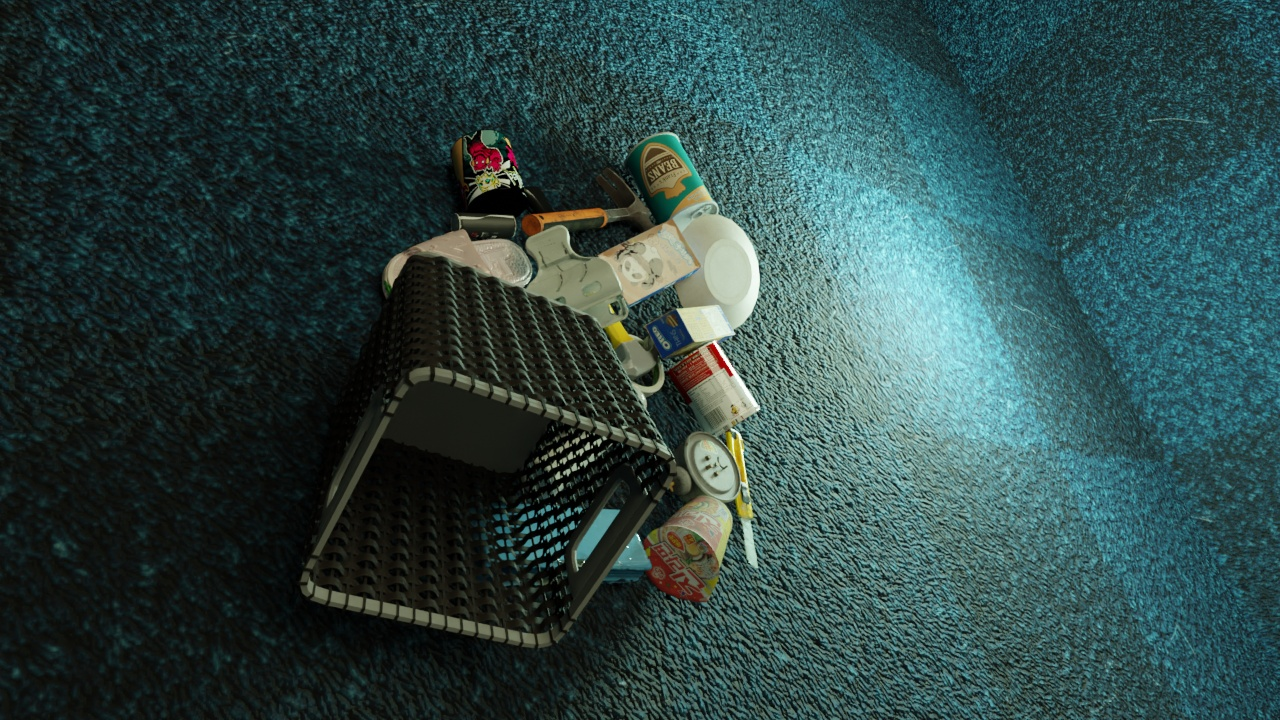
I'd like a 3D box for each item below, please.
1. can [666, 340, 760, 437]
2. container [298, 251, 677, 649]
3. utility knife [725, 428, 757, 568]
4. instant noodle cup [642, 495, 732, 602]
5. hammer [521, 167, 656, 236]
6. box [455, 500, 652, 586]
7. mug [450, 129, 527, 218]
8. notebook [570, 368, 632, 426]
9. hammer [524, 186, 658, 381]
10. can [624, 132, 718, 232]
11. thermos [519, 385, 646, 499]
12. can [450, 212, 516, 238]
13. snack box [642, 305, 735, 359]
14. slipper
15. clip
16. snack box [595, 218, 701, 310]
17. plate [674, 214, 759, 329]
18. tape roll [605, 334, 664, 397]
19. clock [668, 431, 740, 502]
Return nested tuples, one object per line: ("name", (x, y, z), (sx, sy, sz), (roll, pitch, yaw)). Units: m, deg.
("can", (0.104, 0.043, 1.309), (0.086, 0.087, 0.116), (-24, 79, -50))
("container", (-0.151, 0.074, 0.855), (0.245, 0.248, 0.243), (21, 25, -26))
("utility knife", (0.144, 0.190, 1.298), (0.030, 0.019, 0.216), (14, 55, -26))
("instant noodle cup", (0.066, 0.221, 1.137), (0.100, 0.101, 0.112), (50, 31, -3))
("hammer", (-0.079, -0.216, 1.328), (0.138, 0.035, 0.313), (55, 29, 7))
("box", (-0.099, 0.208, 1.029), (0.231, 0.054, 0.093), (10, 37, -40))
("mug", (-0.196, -0.239, 1.245), (0.118, 0.082, 0.098), (35, 33, -64))
("notebook", (-0.118, 0.019, 1.099), (0.208, 0.029, 0.169), (10, 22, -37))
("hammer", (-0.078, -0.112, 1.276), (0.126, 0.029, 0.323), (-13, 66, -49))
("can", (0.049, -0.280, 1.484), (0.099, 0.099, 0.144), (-5, 61, -46))
("thermos", (-0.063, 0.094, 1.132), (0.052, 0.052, 0.223), (52, 39, 0))
("can", (-0.206, -0.177, 1.204), (0.080, 0.032, 0.031), (-4, 64, -34))
("snack box", (0.074, -0.043, 1.324), (0.056, 0.057, 0.206), (62, 21, 7))
("slipper", (-0.215, -0.115, 1.134), (0.238, 0.065, 0.094), (-24, 79, -52))
("clip", (-0.094, -0.100, 1.171), (0.126, 0.099, 0.152), (-23, 102, -8))
("snack box", (0.009, -0.141, 1.357), (0.151, 0.034, 0.087), (-30, 87, -30))
("plate", (0.131, -0.140, 1.458), (0.188, 0.027, 0.188), (2, 87, -38))
("tape roll", (-0.008, 0.007, 1.281), (0.093, 0.018, 0.093), (25, 46, -29))
("clock", (0.078, 0.151, 1.226), (0.147, 0.056, 0.104), (-10, 69, -50))
